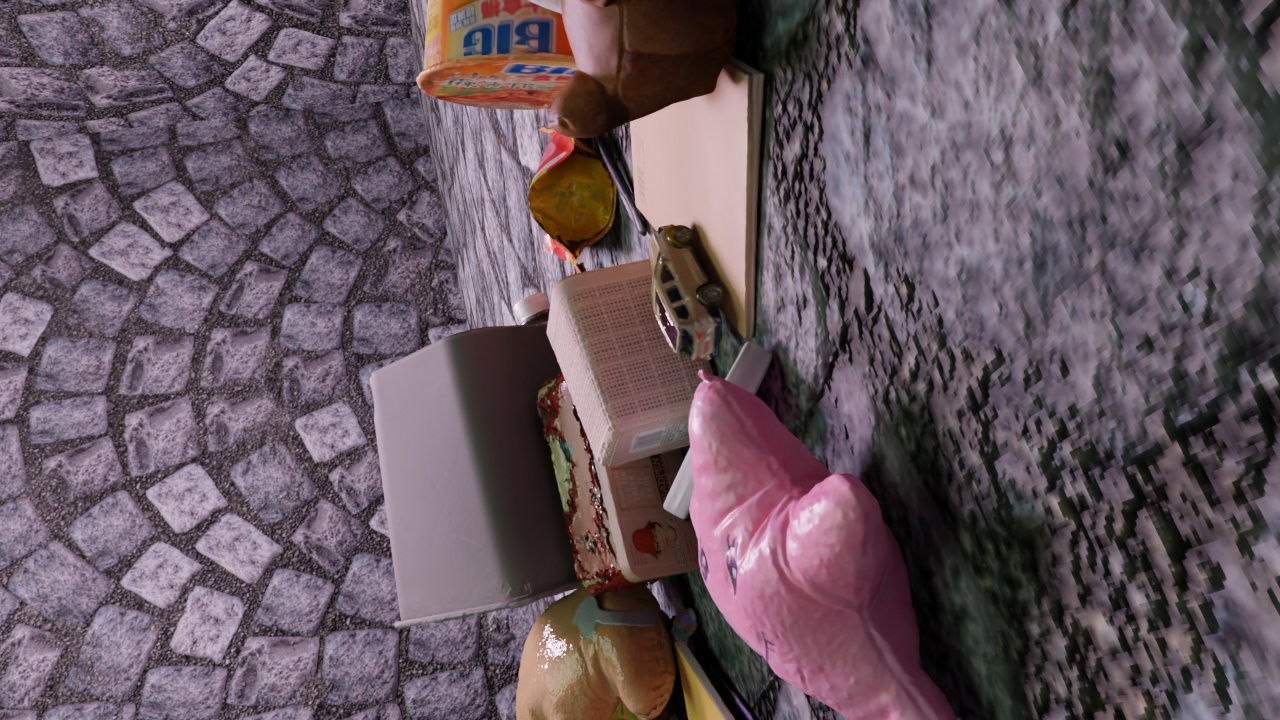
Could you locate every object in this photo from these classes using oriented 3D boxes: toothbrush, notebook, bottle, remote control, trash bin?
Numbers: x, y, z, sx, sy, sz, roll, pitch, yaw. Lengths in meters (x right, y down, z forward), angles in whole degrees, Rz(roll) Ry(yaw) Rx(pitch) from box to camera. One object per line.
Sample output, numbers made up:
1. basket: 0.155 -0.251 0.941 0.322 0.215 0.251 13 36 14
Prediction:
1. toothbrush: 0.012 0.180 0.832 0.029 0.020 0.189 -53 29 11
2. notebook: 0.068 0.340 0.710 0.146 0.010 0.206 -141 39 -66
3. bottle: -0.069 0.026 0.902 0.195 0.044 0.080 64 171 8
4. remote control: 0.044 0.047 0.541 0.058 0.021 0.150 -58 -8 -27
5. toothbrush: 0.053 0.243 0.719 0.189 0.016 0.014 -153 44 -71
6. trash bin: -0.116 0.094 0.796 0.200 0.198 0.219 -21 80 37
7. notebook: 0.026 -0.126 0.561 0.211 0.012 0.150 -121 23 -55
8. toothbrush: -0.025 -0.165 0.731 0.016 0.018 0.181 100 153 -54

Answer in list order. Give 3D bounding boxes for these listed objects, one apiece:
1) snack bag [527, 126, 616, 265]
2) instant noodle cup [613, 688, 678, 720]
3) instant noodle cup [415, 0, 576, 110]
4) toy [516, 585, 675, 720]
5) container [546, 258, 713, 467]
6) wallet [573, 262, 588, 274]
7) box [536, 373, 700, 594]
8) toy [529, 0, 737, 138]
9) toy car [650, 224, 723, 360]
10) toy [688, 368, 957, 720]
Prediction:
1. snack bag: -0.073 -0.153 0.846 0.208 0.073 0.129 -130 36 -74
2. instant noodle cup: -0.017 0.299 0.873 0.112 0.111 0.123 170 97 -76
3. instant noodle cup: -0.085 -0.250 0.654 0.151 0.151 0.111 -168 76 -75
4. toy: -0.059 0.278 0.798 0.226 0.082 0.143 -47 38 26
5. container: -0.004 0.004 0.624 0.090 0.089 0.111 109 144 -64
6. wallet: -0.036 -0.017 0.856 0.131 0.031 0.108 -118 21 -48
7. box: -0.022 0.088 0.699 0.077 0.091 0.168 -30 67 41
8. toy: -0.023 -0.207 0.483 0.140 0.130 0.199 98 170 -49
9. toy car: 0.024 -0.043 0.550 0.042 0.035 0.090 94 161 -50
10. toy: 0.063 0.084 0.424 0.178 0.074 0.195 67 165 -5
